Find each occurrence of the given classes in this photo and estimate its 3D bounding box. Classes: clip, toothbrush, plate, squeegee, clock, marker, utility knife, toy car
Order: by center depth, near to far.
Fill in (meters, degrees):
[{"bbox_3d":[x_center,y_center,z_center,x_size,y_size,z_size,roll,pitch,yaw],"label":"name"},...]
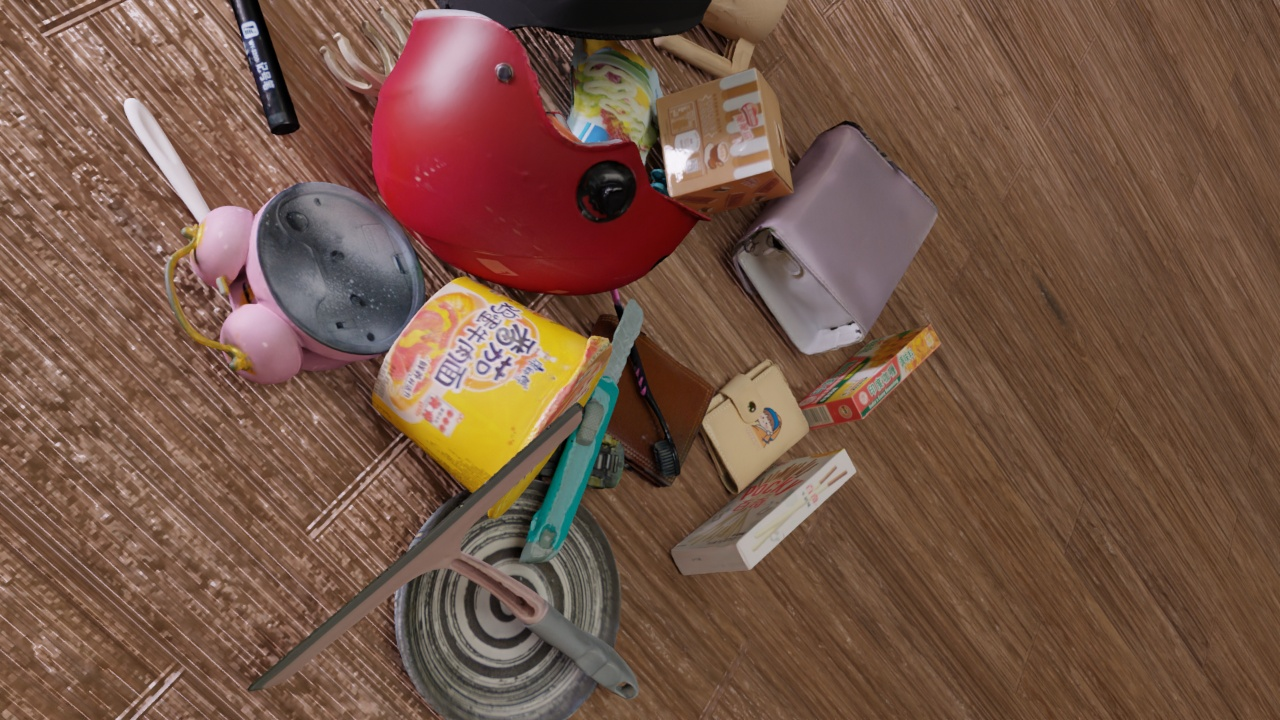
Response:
[{"bbox_3d":[-0.214,-0.046,0.573,0.158,0.060,0.117,-17,84,-54],"label":"clock"},{"bbox_3d":[-0.277,-0.086,0.585,0.180,0.016,0.016,60,37,-6],"label":"toothbrush"},{"bbox_3d":[-0.073,0.167,0.602,0.247,0.040,0.249,-41,129,1],"label":"squeegee"},{"bbox_3d":[-0.262,-0.218,0.628,0.022,0.020,0.132,-13,84,-68],"label":"marker"},{"bbox_3d":[-0.092,0.172,0.650,0.179,0.024,0.179,11,72,-36],"label":"plate"},{"bbox_3d":[-0.193,-0.200,0.667,0.092,0.035,0.103,-22,100,-43],"label":"clip"},{"bbox_3d":[-0.039,0.049,0.677,0.029,0.013,0.216,26,70,-16],"label":"utility knife"},{"bbox_3d":[-0.058,0.072,0.692,0.091,0.036,0.043,17,74,-23],"label":"toy car"},{"bbox_3d":[-0.004,0.004,0.728,0.017,0.014,0.189,-20,93,-22],"label":"toothbrush"},{"bbox_3d":[0.023,-0.149,0.815,0.056,0.014,0.043,32,58,-58],"label":"clip"}]

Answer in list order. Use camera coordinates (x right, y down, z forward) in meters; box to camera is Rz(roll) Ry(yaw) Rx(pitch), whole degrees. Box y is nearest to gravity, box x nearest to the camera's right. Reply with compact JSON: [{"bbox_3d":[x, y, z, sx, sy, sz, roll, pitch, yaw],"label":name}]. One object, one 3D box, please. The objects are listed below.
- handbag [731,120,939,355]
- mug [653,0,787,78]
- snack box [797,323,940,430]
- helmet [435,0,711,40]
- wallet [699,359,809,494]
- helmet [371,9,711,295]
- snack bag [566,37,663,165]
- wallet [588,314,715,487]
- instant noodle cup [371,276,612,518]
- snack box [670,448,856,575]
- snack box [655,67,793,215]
[{"bbox_3d":[0.185,-0.122,0.889,0.145,0.099,0.196,50,55,-18],"label":"handbag"},{"bbox_3d":[0.072,-0.342,0.883,0.103,0.084,0.124,15,96,-32],"label":"mug"},{"bbox_3d":[0.221,0.016,0.893,0.155,0.077,0.027,-35,100,-38],"label":"snack box"},{"bbox_3d":[-0.040,-0.376,0.717,0.232,0.231,0.274,-24,73,-40],"label":"helmet"},{"bbox_3d":[0.101,0.054,0.827,0.114,0.024,0.087,-33,97,-37],"label":"wallet"},{"bbox_3d":[-0.081,-0.118,0.629,0.240,0.207,0.144,36,96,-28],"label":"helmet"},{"bbox_3d":[-0.032,-0.179,0.780,0.110,0.039,0.190,30,62,-40],"label":"snack bag"},{"bbox_3d":[-0.004,0.034,0.749,0.124,0.032,0.101,37,61,-23],"label":"wallet"},{"bbox_3d":[-0.100,0.017,0.607,0.110,0.138,0.137,34,56,5],"label":"instant noodle cup"},{"bbox_3d":[0.105,0.127,0.770,0.156,0.085,0.027,-32,96,-38],"label":"snack box"},{"bbox_3d":[0.075,-0.189,0.811,0.077,0.094,0.092,14,66,-66],"label":"snack box"}]
